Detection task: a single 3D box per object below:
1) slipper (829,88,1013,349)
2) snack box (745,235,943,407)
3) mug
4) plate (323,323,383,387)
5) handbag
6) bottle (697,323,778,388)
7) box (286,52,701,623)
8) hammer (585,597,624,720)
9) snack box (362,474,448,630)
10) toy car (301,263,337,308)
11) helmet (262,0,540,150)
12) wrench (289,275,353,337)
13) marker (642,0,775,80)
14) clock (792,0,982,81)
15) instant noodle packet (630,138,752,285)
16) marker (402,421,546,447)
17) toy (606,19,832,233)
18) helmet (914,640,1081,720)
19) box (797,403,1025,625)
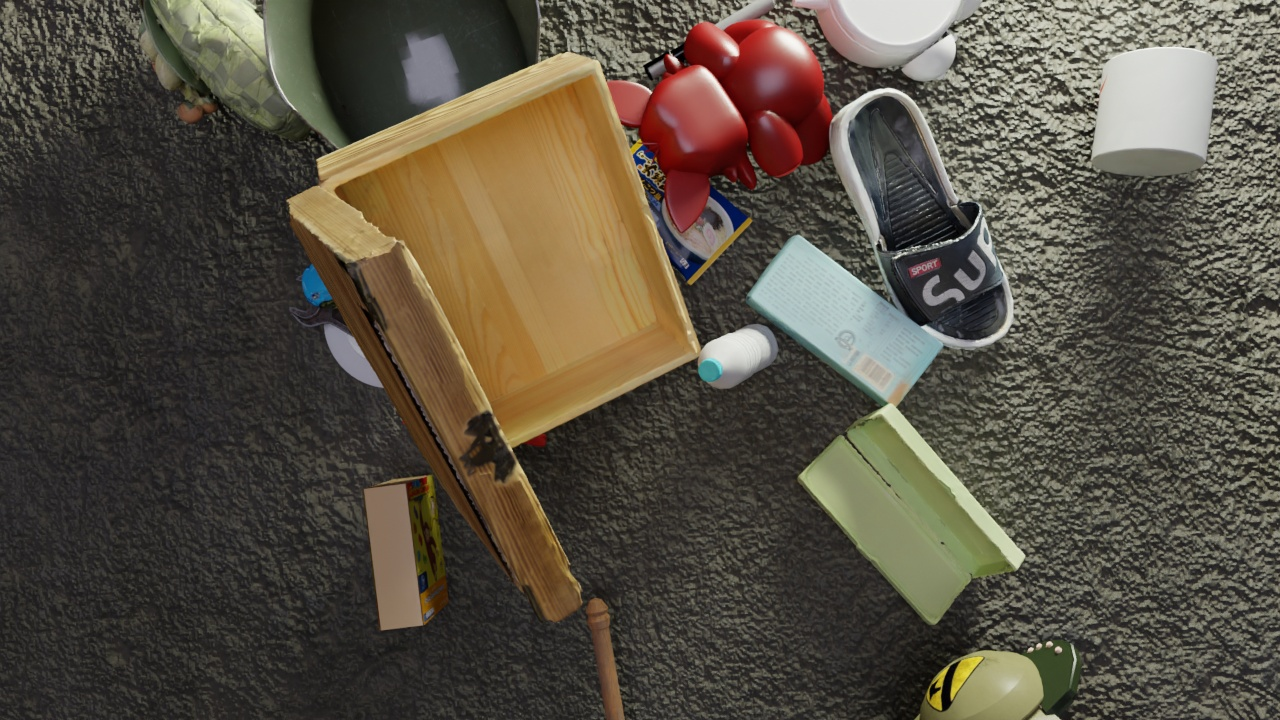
[{"bbox_3d":[0.262,-0.122,0.835,0.111,0.063,0.264,-29,98,-5],"label":"slipper"},{"bbox_3d":[0.189,-0.035,0.861,0.174,0.053,0.075,37,91,1],"label":"snack box"},{"bbox_3d":[0.478,-0.221,0.840,0.121,0.091,0.090,8,89,-30],"label":"mug"},{"bbox_3d":[-0.247,-0.040,0.901,0.134,0.011,0.134,0,89,3],"label":"plate"},{"bbox_3d":[-0.395,-0.274,0.866,0.117,0.113,0.186,-40,88,8],"label":"handbag"},{"bbox_3d":[0.085,-0.003,0.823,0.044,0.136,0.044,5,102,24],"label":"bottle"},{"bbox_3d":[-0.094,-0.026,0.673,0.286,0.336,0.279,-26,120,-7],"label":"box"},{"bbox_3d":[-0.015,0.377,0.845,0.163,0.083,0.317,-10,88,2],"label":"hammer"},{"bbox_3d":[-0.217,0.175,0.856,0.040,0.088,0.126,-8,88,2],"label":"snack box"},{"bbox_3d":[-0.271,-0.085,0.875,0.105,0.032,0.048,-20,74,-10],"label":"toy car"},{"bbox_3d":[-0.195,-0.263,0.832,0.227,0.154,0.268,-20,92,-2],"label":"helmet"},{"bbox_3d":[-0.220,-0.004,0.886,0.273,0.010,0.070,30,89,3],"label":"wrench"},{"bbox_3d":[0.068,-0.314,0.891,0.140,0.016,0.016,-30,87,2],"label":"marker"},{"bbox_3d":[0.232,-0.341,0.864,0.161,0.073,0.125,26,90,-4],"label":"clock"},{"bbox_3d":[0.029,-0.149,0.884,0.134,0.026,0.087,43,86,3],"label":"instant noodle packet"},{"bbox_3d":[-0.162,0.068,0.894,0.142,0.013,0.013,8,89,3],"label":"marker"},{"bbox_3d":[0.072,-0.222,0.830,0.197,0.121,0.158,-32,89,-15],"label":"toy"},{"bbox_3d":[0.305,0.363,0.734,0.233,0.256,0.250,-44,86,-3],"label":"helmet"},{"bbox_3d":[0.249,0.140,0.839,0.188,0.082,0.097,47,65,2],"label":"box"}]
